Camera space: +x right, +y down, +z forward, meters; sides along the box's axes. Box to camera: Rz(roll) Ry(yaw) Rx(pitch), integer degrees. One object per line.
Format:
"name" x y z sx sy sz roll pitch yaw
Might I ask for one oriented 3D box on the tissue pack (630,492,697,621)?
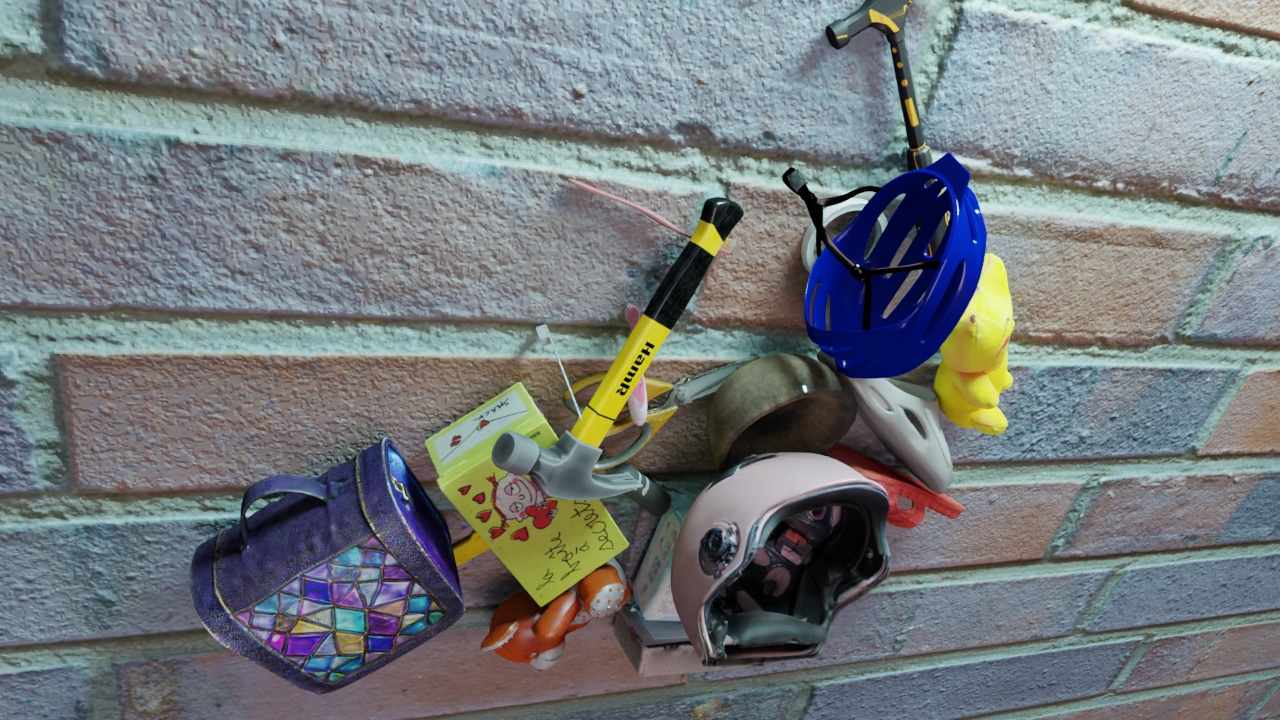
"tissue pack" 0.064 0.241 1.096 0.112 0.070 0.182 6 122 -25

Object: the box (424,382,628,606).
"box" -0.112 0.143 0.944 0.124 0.082 0.221 -31 128 -7

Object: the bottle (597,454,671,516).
"bottle" -0.011 0.135 1.016 0.030 0.030 0.113 -42 128 10

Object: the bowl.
"bowl" 0.142 0.056 0.975 0.162 0.070 0.162 -16 145 -12

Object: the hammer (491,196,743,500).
"hammer" 0.003 -0.009 0.863 0.169 0.034 0.324 28 95 -44

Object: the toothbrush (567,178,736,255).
"toothbrush" 0.013 -0.135 0.849 0.184 0.015 0.016 18 112 -30

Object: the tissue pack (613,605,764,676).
"tissue pack" 0.061 0.354 1.158 0.181 0.104 0.071 1 107 -25

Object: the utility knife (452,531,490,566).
"utility knife" -0.243 0.235 1.002 0.218 0.019 0.030 -30 124 -6

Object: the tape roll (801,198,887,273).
"tape roll" 0.208 -0.120 0.935 0.093 0.013 0.093 -10 126 -15

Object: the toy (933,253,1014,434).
"toy" 0.371 -0.016 1.027 0.087 0.134 0.194 7 140 27

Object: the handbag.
"handbag" -0.295 0.190 0.882 0.205 0.125 0.222 -30 128 0

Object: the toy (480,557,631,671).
"toy" -0.092 0.289 1.040 0.172 0.093 0.164 -27 170 -2

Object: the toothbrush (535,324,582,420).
"toothbrush" -0.073 0.008 0.807 0.010 0.181 0.010 -17 119 -7

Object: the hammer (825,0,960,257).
"hammer" 0.271 -0.208 0.889 0.123 0.036 0.321 -28 126 -2

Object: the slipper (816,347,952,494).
"slipper" 0.298 0.052 1.042 0.080 0.113 0.266 -46 122 -1

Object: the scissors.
"scissors" 0.025 0.030 0.964 0.227 0.016 0.134 -28 118 -10

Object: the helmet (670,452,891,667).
"helmet" 0.137 0.192 0.953 0.229 0.152 0.256 3 122 -31

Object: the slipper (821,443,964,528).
"slipper" 0.300 0.163 1.113 0.248 0.103 0.059 22 98 -35

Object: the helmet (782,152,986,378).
"helmet" 0.203 -0.089 0.851 0.227 0.147 0.242 13 126 -26

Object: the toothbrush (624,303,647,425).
"toothbrush" -0.005 0.005 0.923 0.021 0.016 0.135 -13 118 -19
